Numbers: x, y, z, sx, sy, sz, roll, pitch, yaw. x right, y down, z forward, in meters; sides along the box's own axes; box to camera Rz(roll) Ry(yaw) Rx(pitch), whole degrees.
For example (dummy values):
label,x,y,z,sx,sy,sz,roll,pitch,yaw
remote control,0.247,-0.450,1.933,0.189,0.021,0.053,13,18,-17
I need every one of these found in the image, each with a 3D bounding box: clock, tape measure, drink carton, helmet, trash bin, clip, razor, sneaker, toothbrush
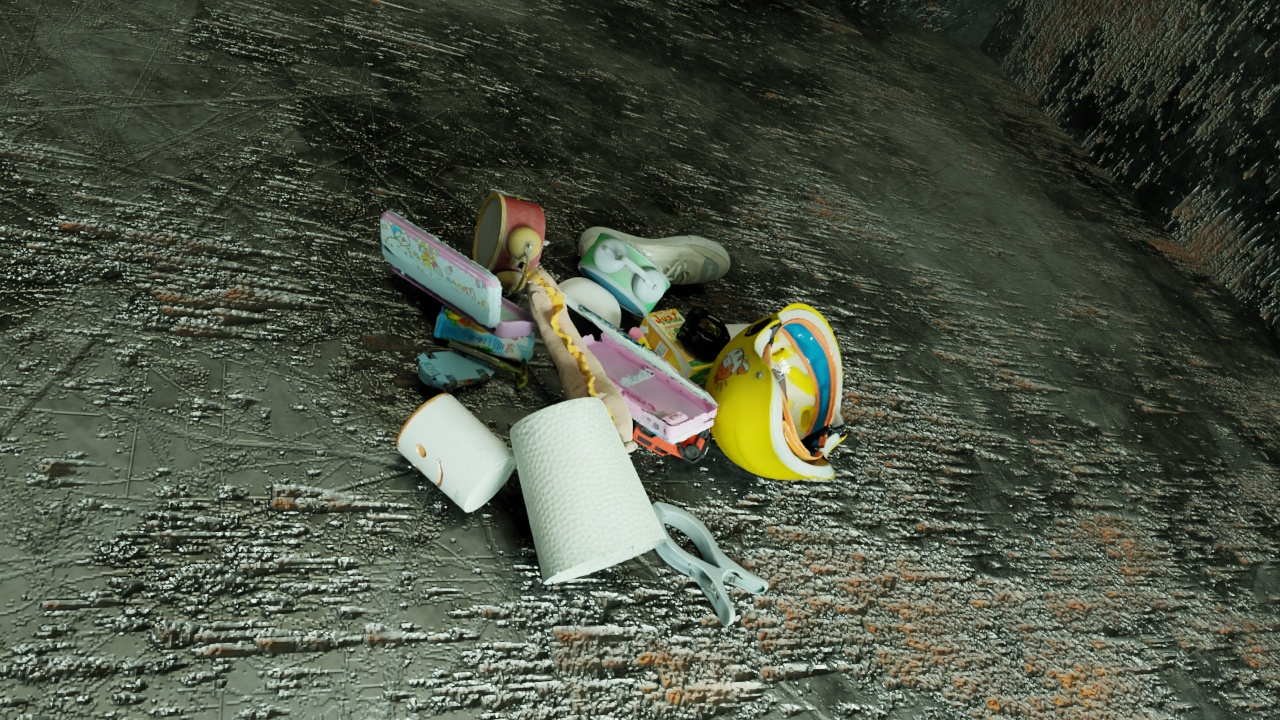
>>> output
label,x,y,z,sx,sy,sz,roll,pitch,yaw
clock,-0.172,-0.157,1.269,0.081,0.117,0.158,9,37,-27
tape measure,0.089,-0.036,1.282,0.072,0.042,0.071,32,34,2
drink carton,0.052,-0.020,1.309,0.058,0.041,0.122,-13,53,-41
clock,-0.018,-0.122,1.262,0.122,0.075,0.162,37,-6,-7
drink carton,-0.196,-0.033,1.168,0.129,0.039,0.044,17,19,-14
helmet,0.167,0.045,1.200,0.209,0.140,0.239,54,39,-27
trash bin,-0.062,0.132,0.950,0.133,0.134,0.161,-8,70,-37
clip,0.063,0.230,1.041,0.162,0.027,0.090,37,40,12
razor,-0.188,-0.002,1.134,0.106,0.026,0.042,25,26,-22
sneaker,0.025,-0.140,1.402,0.242,0.090,0.090,5,47,-17
toothbrush,0.007,-0.017,1.235,0.016,0.021,0.135,37,-6,28

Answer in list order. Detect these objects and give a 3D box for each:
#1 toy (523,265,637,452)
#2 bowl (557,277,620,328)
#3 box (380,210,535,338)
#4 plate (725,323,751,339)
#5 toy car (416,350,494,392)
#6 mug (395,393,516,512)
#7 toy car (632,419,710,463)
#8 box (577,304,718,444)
label,x,y,z,sx,sy,sz,roll,pitch,yaw
toy,-0.072,0.001,1.084,0.065,0.196,0.264,-22,85,-14
bowl,-0.065,-0.083,1.256,0.110,0.040,0.110,34,-6,4
box,-0.238,-0.101,1.150,0.214,0.140,0.062,31,76,27
plate,0.191,-0.010,1.350,0.174,0.036,0.173,29,25,-15
toy car,-0.227,0.015,1.109,0.060,0.028,0.107,45,23,20
mug,-0.197,0.099,0.986,0.105,0.082,0.082,40,39,13
toy car,0.037,0.095,1.160,0.100,0.049,0.051,30,37,2
box,-0.007,0.005,1.148,0.084,0.091,0.230,-22,40,-36
